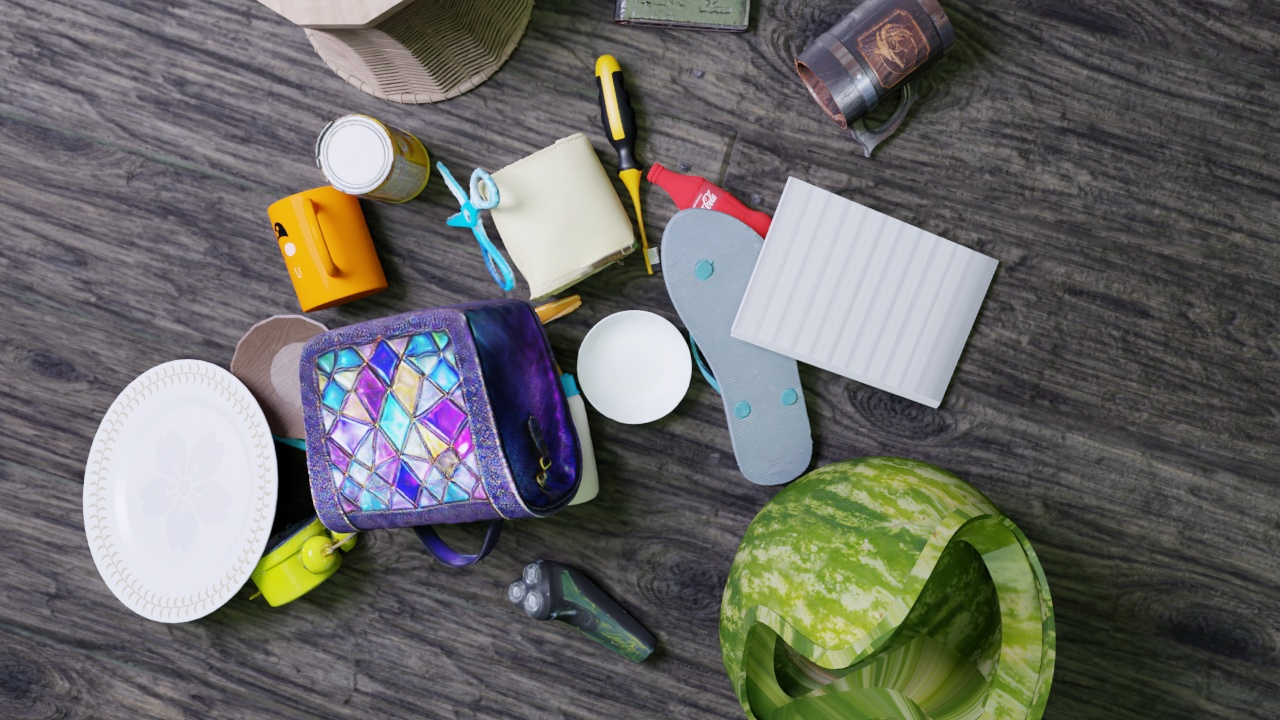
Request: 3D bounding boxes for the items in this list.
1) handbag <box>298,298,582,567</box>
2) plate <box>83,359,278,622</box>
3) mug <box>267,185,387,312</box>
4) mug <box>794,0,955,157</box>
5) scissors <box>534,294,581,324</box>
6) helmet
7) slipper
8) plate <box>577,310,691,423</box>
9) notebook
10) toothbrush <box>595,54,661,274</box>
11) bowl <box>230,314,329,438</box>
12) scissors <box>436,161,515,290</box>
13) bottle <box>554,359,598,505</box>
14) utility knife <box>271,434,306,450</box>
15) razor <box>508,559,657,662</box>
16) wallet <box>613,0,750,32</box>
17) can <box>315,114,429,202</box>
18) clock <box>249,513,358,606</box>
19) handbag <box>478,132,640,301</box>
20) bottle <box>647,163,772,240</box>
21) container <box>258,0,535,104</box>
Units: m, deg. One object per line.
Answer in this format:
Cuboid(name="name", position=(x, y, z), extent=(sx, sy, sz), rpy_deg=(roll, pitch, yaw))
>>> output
Cuboid(name="handbag", position=(-0.171, 0.067, 0.787), extent=(0.205, 0.125, 0.222), rpy_deg=(-9, 95, 23))
Cuboid(name="plate", position=(-0.430, 0.120, 0.860), extent=(0.243, 0.016, 0.242), rpy_deg=(-3, 83, 22))
Cuboid(name="mug", position=(-0.277, -0.100, 0.809), extent=(0.077, 0.113, 0.096), rpy_deg=(-19, 95, -13))
Cuboid(name="mug", position=(0.206, -0.247, 0.782), extent=(0.107, 0.080, 0.116), rpy_deg=(-37, 119, 8))
Cuboid(name="scissors", position=(-0.111, -0.032, 0.854), extent=(0.128, 0.013, 0.064), rpy_deg=(-19, 96, 7))
Cuboid(name="helmet", position=(0.185, 0.193, 0.745), extent=(0.213, 0.248, 0.242), rpy_deg=(40, 58, -21))
Cuboid(name="slipper", position=(0.095, -0.016, 0.829), extent=(0.098, 0.054, 0.269), rpy_deg=(-20, 106, 4))
Cuboid(name="plate", position=(-0.005, 0.005, 0.844), extent=(0.104, 0.026, 0.104), rpy_deg=(0, 97, 4))
Cuboid(name="notebook", position=(0.198, -0.055, 0.803), extent=(0.209, 0.009, 0.142), rpy_deg=(19, 97, -14))
Cuboid(name="toothbrush", position=(-0.010, -0.174, 0.825), extent=(0.031, 0.031, 0.197), rpy_deg=(-10, 100, 16))
Cuboid(name="bowl", position=(-0.324, 0.014, 0.866), extent=(0.118, 0.030, 0.118), rpy_deg=(0, 96, 4))
Cuboid(name="scissors", position=(-0.141, -0.117, 0.799), extent=(0.011, 0.134, 0.138), rpy_deg=(-29, 106, -28))
Cuboid(name="bottle", position=(-0.074, 0.058, 0.842), extent=(0.051, 0.051, 0.146), rpy_deg=(-10, 95, 5))
Cuboid(name="utility knife", position=(-0.368, 0.065, 0.885), extent=(0.181, 0.015, 0.022), rpy_deg=(14, 94, 5))
Cuboid(name="razor", position=(-0.051, 0.240, 0.855), extent=(0.151, 0.067, 0.054), rpy_deg=(36, 112, -9))
Cuboid(name="wallet", position=(0.040, -0.342, 0.802), extent=(0.120, 0.031, 0.099), rpy_deg=(6, 100, 2))
Cuboid(name="can", position=(-0.231, -0.174, 0.801), extent=(0.068, 0.105, 0.067), rpy_deg=(0, 96, 4))
Cuboid(name="clock", position=(-0.314, 0.180, 0.858), extent=(0.119, 0.083, 0.057), rpy_deg=(-28, 99, 10))
Cuboid(name="handbag", position=(-0.071, -0.123, 0.811), extent=(0.111, 0.081, 0.119), rpy_deg=(-27, 92, -1))
Cuboid(name="bottle", position=(0.060, -0.139, 0.818), extent=(0.119, 0.036, 0.036), rpy_deg=(31, 97, 1))
Cuboid(name="container", position=(-0.212, -0.339, 0.735), extent=(0.227, 0.196, 0.227), rpy_deg=(0, 96, 4))
